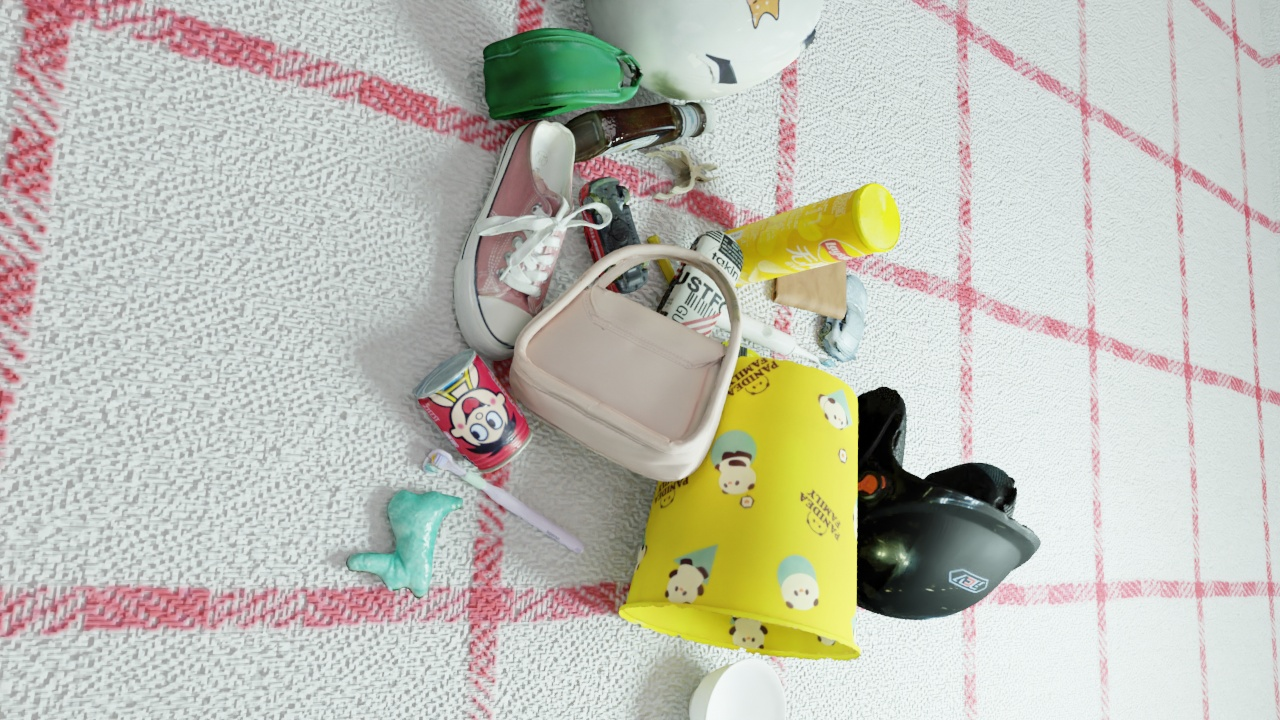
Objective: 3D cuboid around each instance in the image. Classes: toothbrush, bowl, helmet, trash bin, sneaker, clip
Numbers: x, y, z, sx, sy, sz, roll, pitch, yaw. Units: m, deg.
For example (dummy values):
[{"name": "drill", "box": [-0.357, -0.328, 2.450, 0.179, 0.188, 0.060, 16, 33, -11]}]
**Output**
[{"name": "toothbrush", "box": [0.156, -0.026, 1.091, 0.220, 0.026, 0.026, 21, 81, -35]}, {"name": "toothbrush", "box": [-0.120, 0.135, 0.853, 0.189, 0.029, 0.021, 38, 25, -30]}, {"name": "bowl", "box": [0.089, 0.369, 0.962, 0.118, 0.065, 0.118, 6, 81, -39]}, {"name": "helmet", "box": [0.299, 0.178, 1.032, 0.233, 0.275, 0.230, 30, 92, -27]}, {"name": "toothbrush", "box": [0.049, -0.049, 1.015, 0.016, 0.016, 0.190, -32, 104, -30]}, {"name": "trash bin", "box": [0.114, 0.149, 0.920, 0.229, 0.230, 0.254, 28, 62, -33]}, {"name": "sneaker", "box": [-0.102, -0.118, 0.852, 0.118, 0.088, 0.240, 22, 75, -35]}, {"name": "helmet", "box": [0.074, -0.351, 0.950, 0.273, 0.230, 0.157, -10, 101, -33]}, {"name": "clip", "box": [0.045, -0.220, 1.022, 0.101, 0.035, 0.095, -44, 113, -39]}]

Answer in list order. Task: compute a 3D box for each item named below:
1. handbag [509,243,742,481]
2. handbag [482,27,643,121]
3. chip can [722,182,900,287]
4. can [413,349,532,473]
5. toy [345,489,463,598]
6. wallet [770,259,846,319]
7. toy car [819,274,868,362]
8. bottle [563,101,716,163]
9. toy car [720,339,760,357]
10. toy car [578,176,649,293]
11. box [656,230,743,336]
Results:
[{"name": "handbag", "box": [0.008, -0.019, 0.864, 0.193, 0.093, 0.233, 27, 62, 8]}, {"name": "handbag", "box": [-0.079, -0.268, 0.868, 0.120, 0.131, 0.068, -16, 104, -43]}, {"name": "chip can", "box": [0.173, -0.131, 0.998, 0.072, 0.214, 0.072, 7, 79, -39]}, {"name": "can", "box": [-0.146, 0.046, 0.812, 0.066, 0.067, 0.094, -48, 114, -33]}, {"name": "toy", "box": [-0.199, 0.155, 0.780, 0.096, 0.030, 0.091, 11, 75, -32]}, {"name": "wallet", "box": [0.212, -0.115, 1.139, 0.101, 0.020, 0.115, 13, 73, -21]}, {"name": "toy car", "box": [0.266, -0.055, 1.180, 0.054, 0.037, 0.120, 32, 62, -31]}, {"name": "bottle", "box": [0.007, -0.246, 0.966, 0.194, 0.080, 0.044, -23, 98, -43]}, {"name": "toy car", "box": [0.129, 0.014, 1.053, 0.105, 0.032, 0.048, 38, 43, -31]}, {"name": "toy car", "box": [-0.031, -0.127, 0.941, 0.052, 0.045, 0.120, -25, 105, -40]}, {"name": "box", "box": [0.060, -0.065, 0.985, 0.069, 0.052, 0.164, 35, 74, -39]}]
